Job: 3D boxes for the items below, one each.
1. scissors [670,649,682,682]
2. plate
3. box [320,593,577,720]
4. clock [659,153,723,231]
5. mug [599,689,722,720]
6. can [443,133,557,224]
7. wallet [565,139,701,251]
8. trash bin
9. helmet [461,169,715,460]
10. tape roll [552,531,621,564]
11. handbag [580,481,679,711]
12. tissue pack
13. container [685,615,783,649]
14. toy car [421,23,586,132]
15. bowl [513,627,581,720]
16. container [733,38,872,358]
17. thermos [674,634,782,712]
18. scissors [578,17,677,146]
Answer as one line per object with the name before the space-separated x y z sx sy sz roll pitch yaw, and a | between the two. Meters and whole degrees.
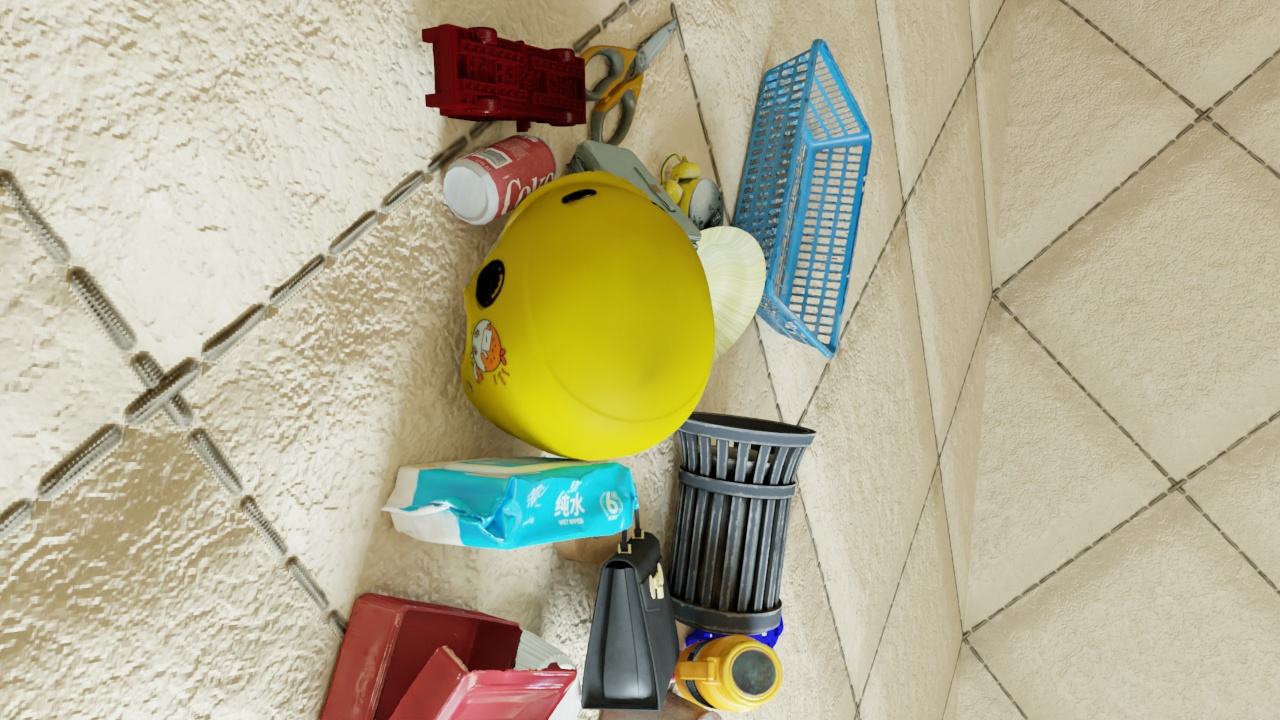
scissors | 0.009 0.390 1.055 0.178 0.016 0.101 18 79 -59
plate | 0.054 -0.069 1.004 0.184 0.036 0.185 -22 134 -26
box | -0.157 0.257 0.701 0.137 0.126 0.157 -59 148 -4
clock | 0.050 -0.170 1.013 0.083 0.057 0.119 -54 137 -40
mug | 0.011 0.403 0.964 0.122 0.110 0.096 -29 117 -44
can | -0.112 -0.150 0.750 0.096 0.054 0.054 -42 128 -49
wallet | -0.007 -0.149 0.874 0.131 0.054 0.100 54 24 16
trash bin | 0.104 0.183 1.053 0.164 0.164 0.227 3 94 -59
helmet | -0.024 -0.027 0.734 0.208 0.140 0.240 5 103 -29
tape roll | -0.051 0.154 0.912 0.093 0.027 0.094 -11 103 -58
handbag | -0.008 0.217 0.906 0.175 0.072 0.195 13 76 -82
tissue pack | -0.100 0.113 0.742 0.209 0.117 0.066 6 86 -58
container | 0.123 0.350 1.172 0.113 0.085 0.085 -46 130 -48
toy car | -0.112 -0.222 0.734 0.169 0.062 0.070 -14 106 -58
bowl | -0.100 0.301 0.816 0.115 0.063 0.115 -10 102 -58
container | 0.216 -0.211 1.251 0.257 0.089 0.361 34 65 -55
thermos | 0.086 0.340 0.985 0.076 0.091 0.233 64 -15 13
scissors | -0.010 -0.310 0.937 0.228 0.016 0.114 -62 142 -35
